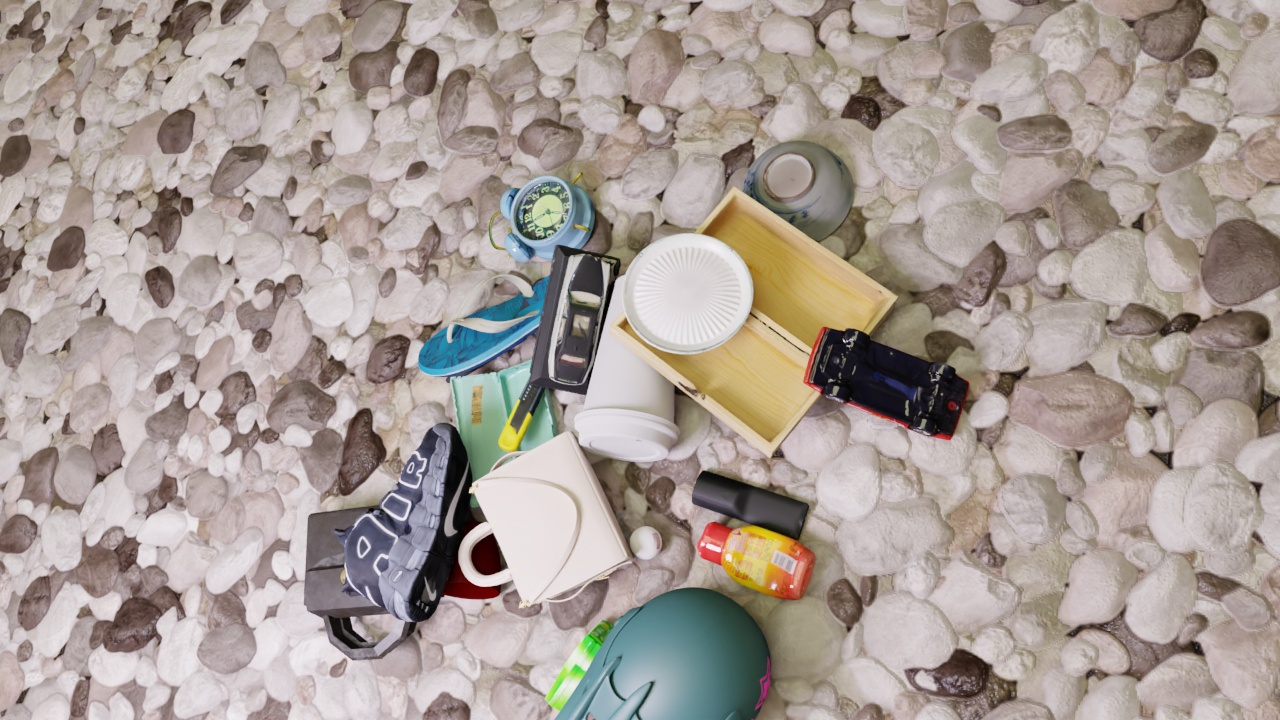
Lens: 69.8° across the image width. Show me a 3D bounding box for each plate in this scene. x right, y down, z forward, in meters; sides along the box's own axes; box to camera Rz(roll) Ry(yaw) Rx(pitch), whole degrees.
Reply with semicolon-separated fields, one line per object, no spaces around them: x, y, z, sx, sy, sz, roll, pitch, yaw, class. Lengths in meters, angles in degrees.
0.056;-0.079;1.093;0.157;0.014;0.156;-2;70;4;plate

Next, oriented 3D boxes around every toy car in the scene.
-0.081;-0.051;1.195;0.094;0.071;0.191;12;91;-14;toy car
0.281;0.026;1.044;0.189;0.056;0.081;21;82;-7;toy car

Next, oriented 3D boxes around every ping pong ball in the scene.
0.007;0.226;1.137;0.040;0.040;0.040;-6;73;20;ping pong ball

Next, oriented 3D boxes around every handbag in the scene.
-0.364;0.297;1.228;0.198;0.102;0.199;-10;72;19;handbag
-0.135;0.210;1.142;0.198;0.101;0.194;-26;76;-1;handbag

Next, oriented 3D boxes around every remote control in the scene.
0.131;0.174;1.115;0.140;0.021;0.045;16;83;23;remote control

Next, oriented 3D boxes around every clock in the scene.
-0.142;-0.200;1.305;0.162;0.060;0.118;-17;71;20;clock

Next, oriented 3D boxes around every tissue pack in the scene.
-0.067;0.361;1.093;0.034;0.114;0.099;34;89;10;tissue pack

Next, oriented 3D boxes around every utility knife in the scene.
-0.145;0.043;1.231;0.029;0.020;0.172;20;71;6;utility knife

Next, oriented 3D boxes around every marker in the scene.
-0.222;-0.004;1.304;0.134;0.015;0.018;-30;87;11;marker

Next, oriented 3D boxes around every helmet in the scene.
0.019;0.374;1.003;0.176;0.200;0.275;42;92;25;helmet

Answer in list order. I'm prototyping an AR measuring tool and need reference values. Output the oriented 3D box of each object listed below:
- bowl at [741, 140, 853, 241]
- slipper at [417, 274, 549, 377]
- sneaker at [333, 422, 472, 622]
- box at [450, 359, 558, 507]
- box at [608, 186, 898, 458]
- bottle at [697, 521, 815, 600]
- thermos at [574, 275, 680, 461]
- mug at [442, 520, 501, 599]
0.195;-0.225;1.180;0.151;0.056;0.150;-6;74;20;bowl
-0.194;-0.066;1.267;0.295;0.060;0.118;-28;42;9;slipper
-0.306;0.196;1.151;0.151;0.097;0.252;2;61;13;sneaker
-0.179;0.098;1.242;0.139;0.052;0.186;-14;70;3;box
0.135;-0.052;1.107;0.247;0.068;0.253;37;71;17;box
0.134;0.232;1.082;0.134;0.048;0.071;17;82;24;bottle
-0.007;0.007;1.165;0.132;0.131;0.221;-1;67;21;thermos
-0.234;0.254;1.194;0.114;0.087;0.088;14;60;-18;mug
